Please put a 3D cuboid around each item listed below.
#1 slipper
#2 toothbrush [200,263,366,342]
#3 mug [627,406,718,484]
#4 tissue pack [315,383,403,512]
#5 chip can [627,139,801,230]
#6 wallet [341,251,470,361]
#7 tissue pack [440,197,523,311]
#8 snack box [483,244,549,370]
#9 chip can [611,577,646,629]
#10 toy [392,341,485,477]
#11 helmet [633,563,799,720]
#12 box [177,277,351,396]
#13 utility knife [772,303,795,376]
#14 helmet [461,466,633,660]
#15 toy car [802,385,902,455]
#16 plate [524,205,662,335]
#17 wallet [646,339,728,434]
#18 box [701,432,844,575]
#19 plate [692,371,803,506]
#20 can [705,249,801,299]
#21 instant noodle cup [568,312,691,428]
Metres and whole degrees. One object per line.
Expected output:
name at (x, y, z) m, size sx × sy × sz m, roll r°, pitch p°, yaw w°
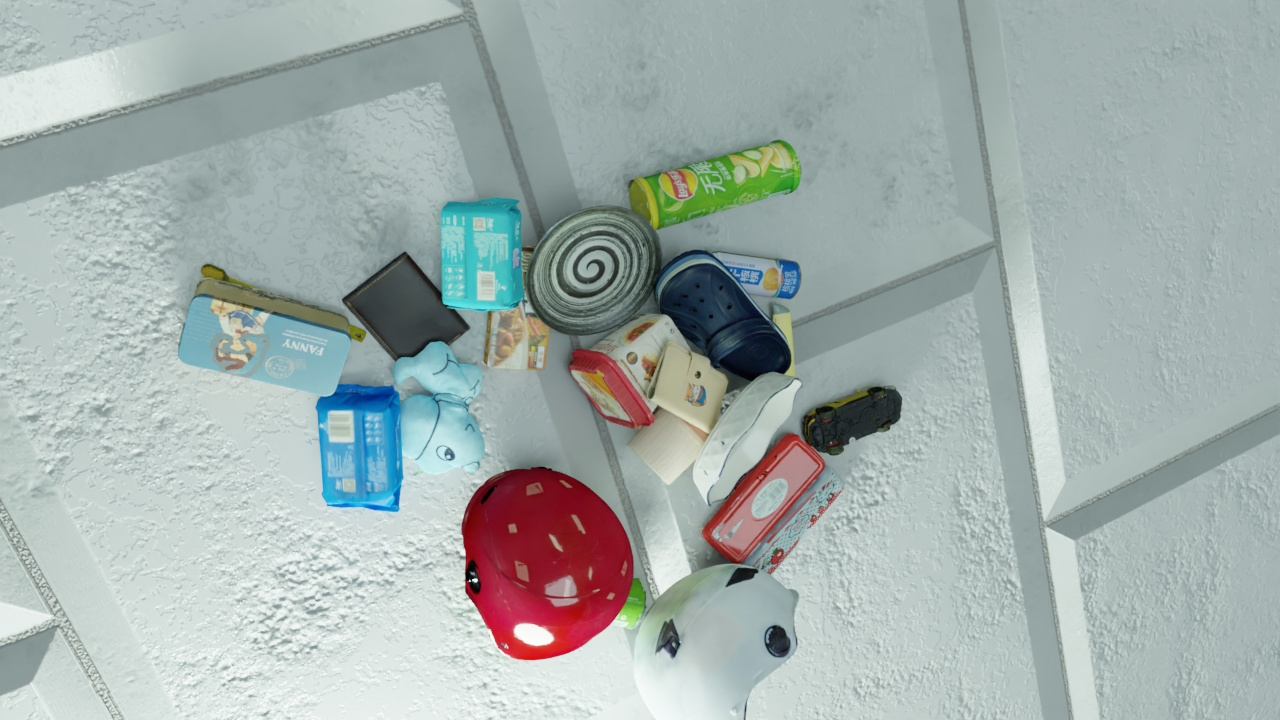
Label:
slipper at (0.109, -0.037, 1.179) m, size 0.105 × 0.095 × 0.252 m, roll -34°, pitch 131°, yaw 20°
toothbrush at (-0.404, -0.064, 1.045) m, size 0.190 × 0.016 × 0.016 m, roll 26°, pitch 93°, yaw -24°
mug at (0.035, 0.090, 1.218) m, size 0.114 × 0.082 × 0.106 m, roll 44°, pitch 86°, yaw 3°
tissue pack at (-0.329, 0.103, 1.084) m, size 0.095 × 0.052 × 0.157 m, roll 1°, pitch 102°, yaw 3°
chip can at (0.098, -0.223, 1.166) m, size 0.221 × 0.072 × 0.072 m, roll -18°, pitch 108°, yaw -16°
wallet at (-0.278, -0.054, 1.095) m, size 0.096 × 0.020 × 0.122 m, roll -38°, pitch 114°, yaw -3°
tissue pack at (-0.185, -0.124, 1.075) m, size 0.093 × 0.050 × 0.133 m, roll 4°, pitch 102°, yaw 15°
snack box at (-0.149, -0.066, 1.136) m, size 0.075 × 0.026 × 0.154 m, roll 3°, pitch 101°, yaw -22°
chip can at (-0.109, 0.300, 1.211) m, size 0.236 × 0.072 × 0.072 m, roll 19°, pitch 95°, yaw -23°
toy at (-0.245, 0.068, 1.116) m, size 0.161 × 0.050 × 0.156 m, roll 37°, pitch 97°, yaw -17°
helmet at (0.085, 0.364, 1.231) m, size 0.146 × 0.230 × 0.258 m, roll 44°, pitch 63°, yaw -7°
box at (-0.408, -0.024, 1.021) m, size 0.184 × 0.062 × 0.090 m, roll 15°, pitch 113°, yaw -20°
utility knife at (0.202, -0.001, 1.287) m, size 0.031 × 0.018 × 0.167 m, roll -12°, pitch 105°, yaw -13°
helmet at (-0.104, 0.232, 1.112) m, size 0.206 × 0.144 × 0.240 m, roll -21°, pitch 82°, yaw -33°
toy car at (0.310, 0.084, 1.334) m, size 0.155 × 0.041 × 0.071 m, roll -21°, pitch 109°, yaw -13°
plate at (-0.058, -0.111, 1.125) m, size 0.179 × 0.024 × 0.180 m, roll -13°, pitch 128°, yaw -18°
wallet at (0.063, 0.031, 1.142) m, size 0.115 × 0.024 × 0.087 m, roll 30°, pitch 68°, yaw -36°
box at (0.199, 0.218, 1.321) m, size 0.201 × 0.059 × 0.161 m, roll -48°, pitch 117°, yaw -3°
plate at (0.137, 0.098, 1.210) m, size 0.045 × 0.205 × 0.205 m, roll 37°, pitch 87°, yaw 18°
can at (0.143, -0.114, 1.218) m, size 0.134 × 0.053 × 0.053 m, roll 5°, pitch 100°, yaw -22°
instant noodle cup at (-0.007, 0.007, 1.166) m, size 0.124 × 0.116 × 0.116 m, roll -43°, pitch 114°, yaw -20°
